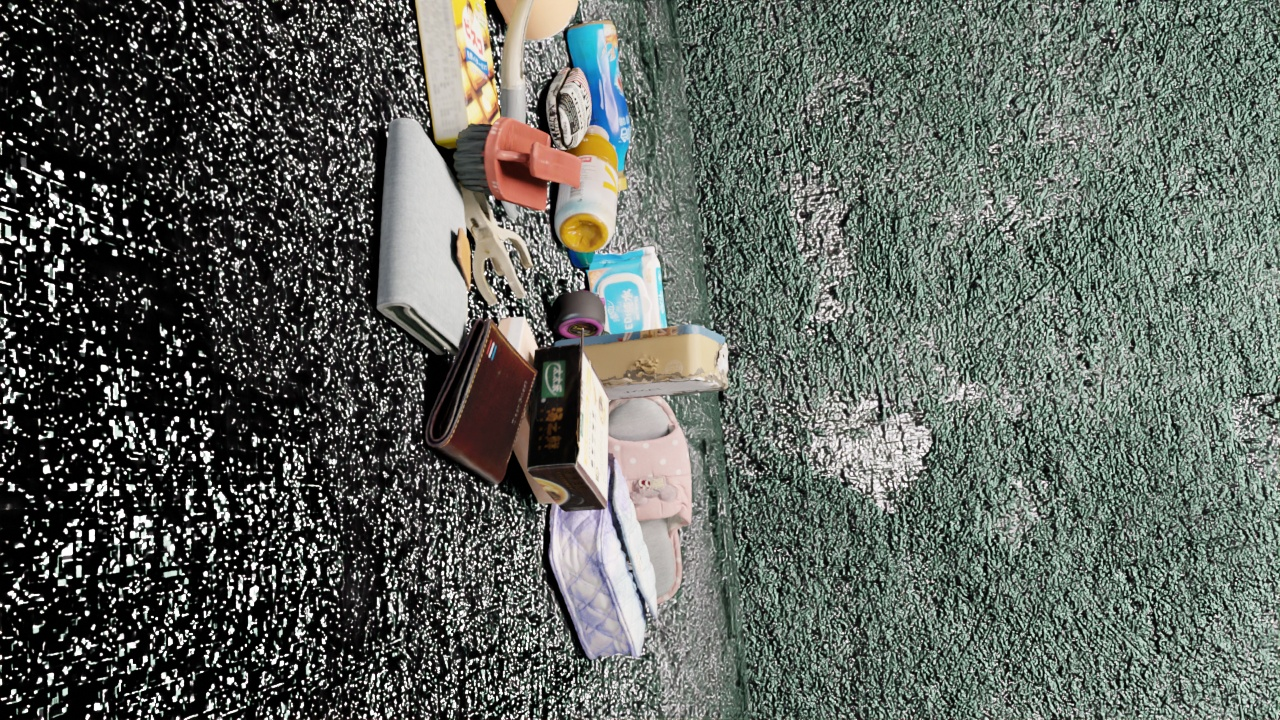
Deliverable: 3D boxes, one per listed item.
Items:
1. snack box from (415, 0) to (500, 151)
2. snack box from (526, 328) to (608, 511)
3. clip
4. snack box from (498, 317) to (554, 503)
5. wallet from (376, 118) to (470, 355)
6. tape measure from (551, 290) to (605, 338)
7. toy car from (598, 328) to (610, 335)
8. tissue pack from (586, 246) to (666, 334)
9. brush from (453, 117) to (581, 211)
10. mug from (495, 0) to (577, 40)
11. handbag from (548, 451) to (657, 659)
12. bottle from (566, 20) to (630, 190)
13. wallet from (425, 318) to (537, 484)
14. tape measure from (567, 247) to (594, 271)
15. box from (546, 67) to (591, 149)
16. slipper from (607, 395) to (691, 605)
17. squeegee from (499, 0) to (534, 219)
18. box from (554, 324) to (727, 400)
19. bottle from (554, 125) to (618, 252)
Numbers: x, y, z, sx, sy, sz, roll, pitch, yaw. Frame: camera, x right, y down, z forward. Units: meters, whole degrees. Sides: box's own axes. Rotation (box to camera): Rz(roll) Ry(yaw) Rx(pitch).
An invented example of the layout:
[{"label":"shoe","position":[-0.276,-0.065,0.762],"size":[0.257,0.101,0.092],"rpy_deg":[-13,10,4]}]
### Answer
[{"label":"snack box","position":[-0.142,-0.234,0.717],"size":[0.087,0.034,0.140],"rpy_deg":[-31,112,-80]},{"label":"snack box","position":[-0.058,0.053,0.776],"size":[0.126,0.053,0.113],"rpy_deg":[65,22,-58]},{"label":"clip","position":[-0.120,-0.100,0.752],"size":[0.092,0.035,0.103],"rpy_deg":[-56,131,-69]},{"label":"snack box","position":[-0.095,0.047,0.807],"size":[0.084,0.026,0.157],"rpy_deg":[-86,166,-45]},{"label":"wallet","position":[-0.138,-0.078,0.613],"size":[0.106,0.037,0.129],"rpy_deg":[56,29,-68]},{"label":"tape measure","position":[-0.065,-0.049,0.962],"size":[0.058,0.057,0.039],"rpy_deg":[116,-27,-63]},{"label":"toy car","position":[-0.049,0.003,1.079],"size":[0.043,0.036,0.091],"rpy_deg":[-79,159,-64]},{"label":"tissue pack","position":[-0.017,-0.070,1.160],"size":[0.063,0.090,0.140],"rpy_deg":[-29,112,-80]},{"label":"brush","position":[-0.088,-0.148,0.693],"size":[0.145,0.069,0.063],"rpy_deg":[-34,129,-79]},{"label":"mug","position":[-0.114,-0.367,0.855],"size":[0.123,0.078,0.078],"rpy_deg":[43,41,-69]},{"label":"handbag","position":[-0.033,0.201,0.920],"size":[0.134,0.076,0.194],"rpy_deg":[-86,166,-48]},{"label":"bottle","position":[-0.051,-0.337,1.231],"size":[0.065,0.065,0.219],"rpy_deg":[-66,149,-71]},{"label":"wallet","position":[-0.111,0.032,0.666],"size":[0.122,0.020,0.096],"rpy_deg":[62,47,-69]},{"label":"tape measure","position":[-0.070,-0.138,1.090],"size":[0.054,0.025,0.058],"rpy_deg":[-86,165,-52]},{"label":"box","position":[-0.078,-0.298,1.072],"size":[0.071,0.058,0.164],"rpy_deg":[58,21,-28]},{"label":"slipper","position":[0.002,0.166,1.055],"size":[0.054,0.114,0.275],"rpy_deg":[-106,-167,-71]},{"label":"squeegee","position":[-0.103,-0.243,0.791],"size":[0.246,0.039,0.247],"rpy_deg":[-72,177,-65]},{"label":"box","position":[-0.006,0.006,0.948],"size":[0.089,0.185,0.059],"rpy_deg":[21,68,-62]},{"label":"bottle","position":[-0.060,-0.206,1.067],"size":[0.068,0.068,0.189],"rpy_deg":[73,14,-46]}]
